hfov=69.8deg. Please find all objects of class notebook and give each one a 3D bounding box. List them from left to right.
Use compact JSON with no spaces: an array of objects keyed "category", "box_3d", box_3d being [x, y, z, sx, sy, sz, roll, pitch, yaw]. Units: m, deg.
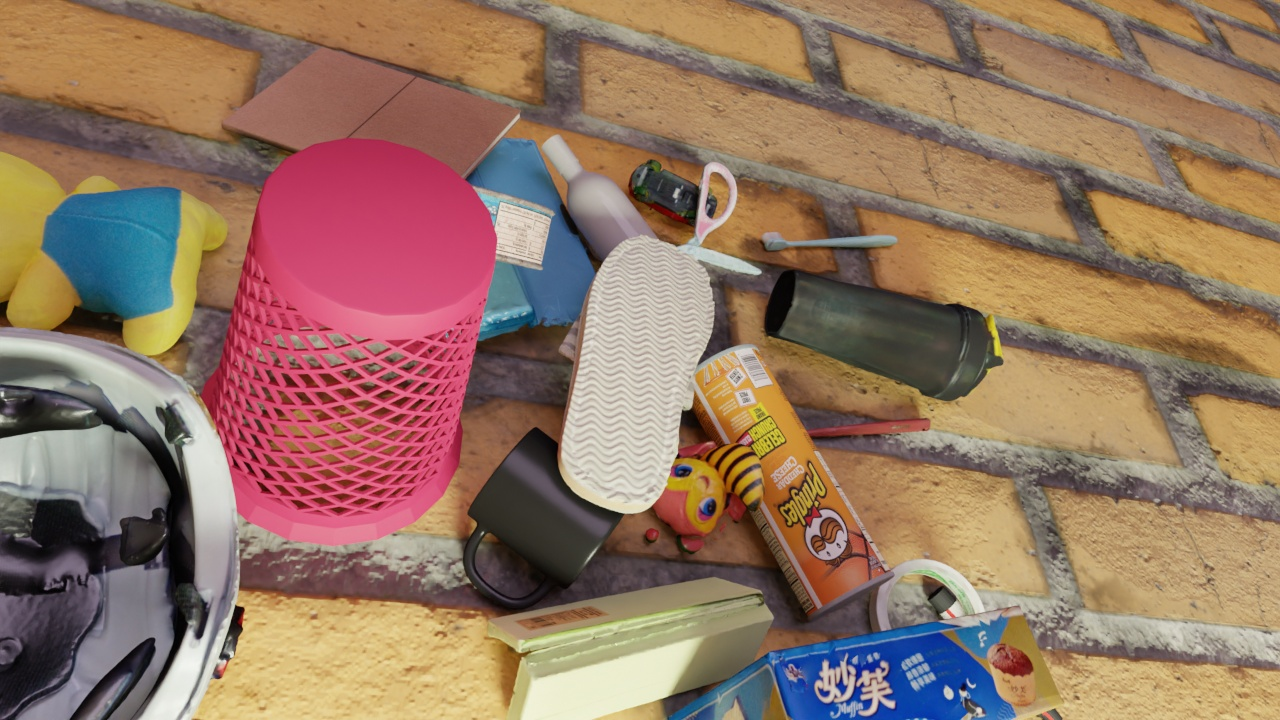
[{"category":"notebook","box_3d":[-0.229,-0.208,0.795,0.209,0.008,0.141,20,49,11]}]

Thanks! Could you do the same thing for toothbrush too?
[{"category":"toothbrush","box_3d":[0.207,-0.129,0.987,0.180,0.016,0.016,-4,50,-27]},{"category":"toothbrush","box_3d":[0.192,0.067,0.839,0.189,0.016,0.016,-3,63,-27]}]

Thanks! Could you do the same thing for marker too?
[{"category":"marker","box_3d":[0.296,0.248,0.757,0.145,0.019,0.019,47,51,11]}]

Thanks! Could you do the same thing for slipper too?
[{"category":"slipper","box_3d":[-0.004,0.004,0.702,0.114,0.054,0.271,28,43,-11]}]

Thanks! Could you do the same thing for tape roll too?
[{"category":"tape roll","box_3d":[0.232,0.208,0.741,0.094,0.018,0.093,4,65,-8]}]

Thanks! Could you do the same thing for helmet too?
[{"category":"helmet","box_3d":[-0.323,0.124,0.455,0.236,0.164,0.263,0,64,-21]}]

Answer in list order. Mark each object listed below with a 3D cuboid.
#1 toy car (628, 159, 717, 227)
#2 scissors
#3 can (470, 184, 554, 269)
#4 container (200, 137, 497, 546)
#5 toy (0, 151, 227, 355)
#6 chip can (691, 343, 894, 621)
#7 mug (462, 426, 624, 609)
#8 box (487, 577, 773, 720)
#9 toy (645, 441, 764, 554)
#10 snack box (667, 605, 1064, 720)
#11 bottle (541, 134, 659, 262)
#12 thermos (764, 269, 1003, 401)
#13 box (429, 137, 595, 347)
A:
[{"category":"toy car","box_3d":[0.031,-0.162,0.908,0.091,0.036,0.042,26,69,-10]},{"category":"scissors","box_3d":[0.037,-0.119,0.871,0.170,0.013,0.172,14,70,-5]},{"category":"can","box_3d":[-0.131,-0.102,0.671,0.130,0.130,0.044,12,94,-18]},{"category":"container","box_3d":[-0.179,-0.014,0.579,0.183,0.226,0.182,13,52,-17]},{"category":"toy","box_3d":[-0.405,-0.086,0.618,0.213,0.084,0.148,14,50,-20]},{"category":"chip can","box_3d":[0.115,0.095,0.742,0.075,0.075,0.215,-14,64,-32]},{"category":"mug","box_3d":[-0.074,0.118,0.644,0.088,0.078,0.113,37,76,3]},{"category":"box","box_3d":[-0.002,0.191,0.621,0.187,0.078,0.090,-2,57,-28]},{"category":"toy","box_3d":[0.049,0.100,0.711,0.046,0.103,0.084,46,27,-49]},{"category":"snack box","box_3d":[0.143,0.232,0.606,0.202,0.155,0.069,-1,57,-27]},{"category":"bottle","box_3d":[-0.024,-0.119,0.824,0.052,0.053,0.195,-32,84,-38]},{"category":"thermos","box_3d":[0.235,-0.027,0.877,0.220,0.098,0.098,16,51,-10]},{"category":"box","box_3d":[-0.131,-0.121,0.790,0.176,0.048,0.231,-11,60,-28]}]
